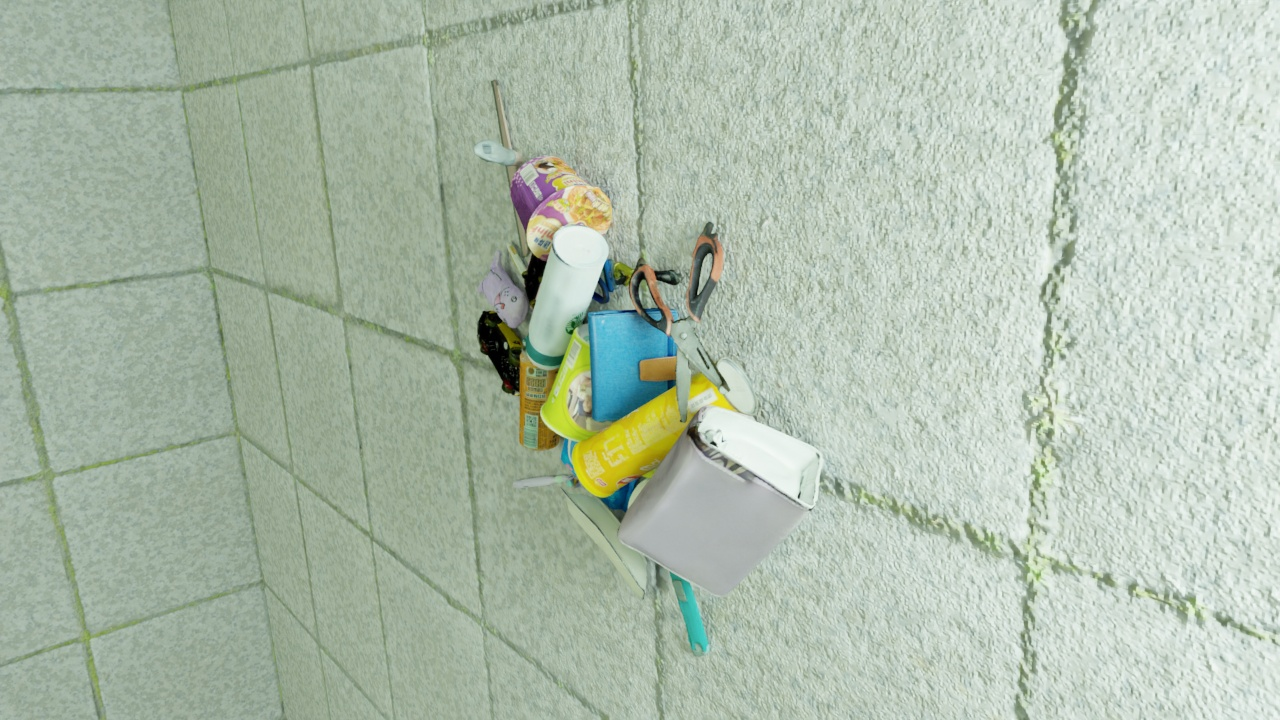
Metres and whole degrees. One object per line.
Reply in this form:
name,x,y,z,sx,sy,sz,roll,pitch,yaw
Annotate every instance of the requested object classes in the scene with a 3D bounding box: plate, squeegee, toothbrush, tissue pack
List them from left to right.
squeegee,-0.172,-0.255,1.166,0.249,0.040,0.248,-81,-18,-83
toothbrush,-0.148,-0.091,1.281,0.191,0.018,0.016,59,171,20
toothbrush,-0.143,0.182,1.364,0.190,0.029,0.021,-14,50,55
tissue pack,-0.055,0.121,1.201,0.157,0.052,0.095,39,130,39
plate,-0.039,0.229,1.186,0.163,0.034,0.164,48,167,18

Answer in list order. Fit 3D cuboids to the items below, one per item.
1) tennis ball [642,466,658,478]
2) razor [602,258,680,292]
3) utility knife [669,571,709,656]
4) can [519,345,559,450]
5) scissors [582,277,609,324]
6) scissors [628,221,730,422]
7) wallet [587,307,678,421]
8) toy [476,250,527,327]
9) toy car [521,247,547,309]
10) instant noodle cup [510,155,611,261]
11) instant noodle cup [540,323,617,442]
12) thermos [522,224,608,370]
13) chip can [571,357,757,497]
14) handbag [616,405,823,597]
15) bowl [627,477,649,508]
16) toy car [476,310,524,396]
tennis ball,0.015,0.108,1.095,0.065,0.065,0.065,21,117,48
razor,0.002,-0.101,1.079,0.143,0.022,0.043,9,119,52
utility knife,0.050,0.278,1.097,0.029,0.013,0.223,2,122,31
can,-0.140,0.051,1.284,0.058,0.058,0.146,28,122,45
scissors,-0.084,-0.088,1.195,0.173,0.012,0.162,32,131,52
scissors,0.044,-0.045,0.980,0.189,0.015,0.227,12,84,47
wallet,-0.006,0.006,1.069,0.040,0.106,0.133,-106,15,-70
toy,-0.195,-0.096,1.324,0.108,0.038,0.084,54,132,28
toy car,-0.130,-0.114,1.217,0.123,0.037,0.056,124,133,-61
instant noodle cup,-0.105,-0.191,1.129,0.099,0.111,0.112,56,140,39
instant noodle cup,-0.056,0.024,1.136,0.112,0.111,0.124,38,121,40
thermos,-0.096,-0.068,1.143,0.073,0.073,0.225,57,149,23
chip can,0.023,0.076,1.008,0.214,0.072,0.072,-33,74,29
handbag,0.080,0.145,0.963,0.145,0.098,0.198,25,133,-8
bowl,0.024,0.196,1.112,0.116,0.066,0.116,21,118,47
toy car,-0.198,-0.015,1.351,0.156,0.041,0.071,51,137,36
